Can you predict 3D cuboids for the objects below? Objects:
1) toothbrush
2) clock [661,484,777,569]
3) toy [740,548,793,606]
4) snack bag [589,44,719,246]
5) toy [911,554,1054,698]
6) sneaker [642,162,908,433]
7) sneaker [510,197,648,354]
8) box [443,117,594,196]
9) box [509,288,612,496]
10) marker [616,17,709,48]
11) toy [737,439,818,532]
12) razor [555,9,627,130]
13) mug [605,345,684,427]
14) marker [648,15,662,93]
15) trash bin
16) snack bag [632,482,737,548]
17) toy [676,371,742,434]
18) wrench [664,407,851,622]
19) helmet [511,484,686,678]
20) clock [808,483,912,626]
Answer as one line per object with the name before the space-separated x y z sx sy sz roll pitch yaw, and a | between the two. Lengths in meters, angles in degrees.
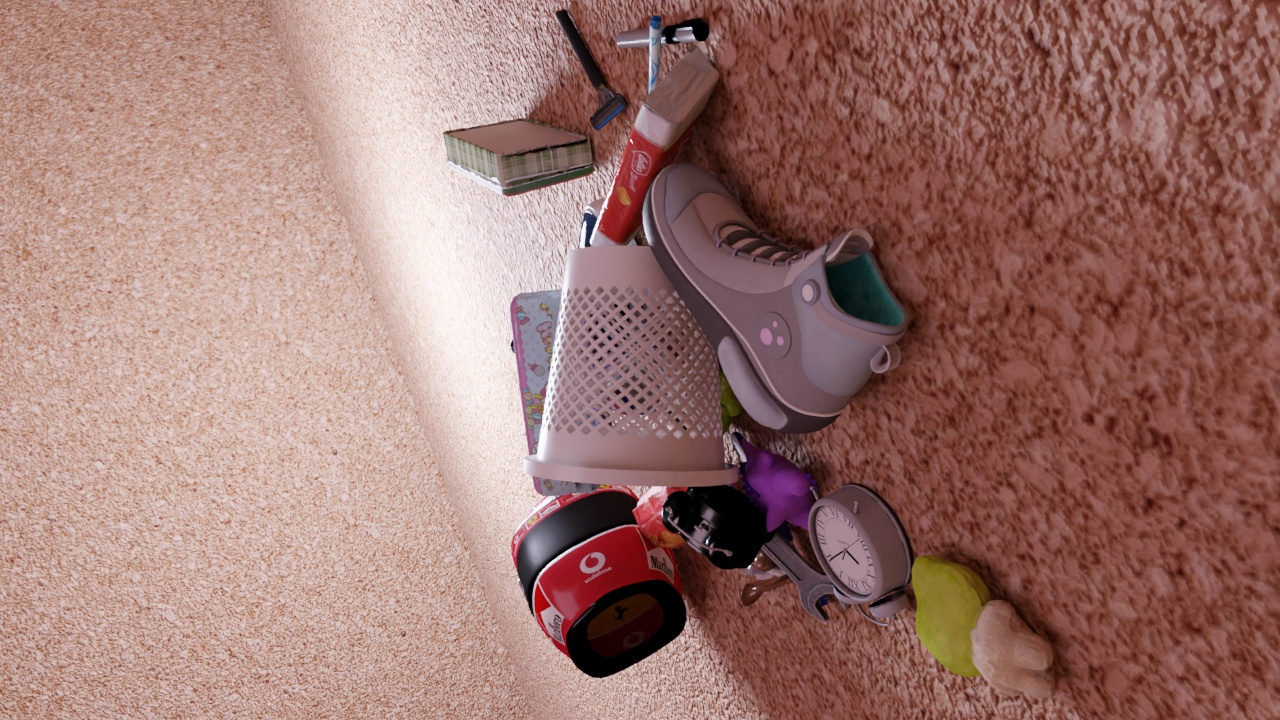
toothbrush | 0.134 0.152 0.889 0.186 0.016 0.015 65 157 15
clock | 0.069 0.149 0.828 0.091 0.120 0.042 33 104 27
toy | 0.126 0.214 0.931 0.055 0.041 0.102 46 148 -1
snack bag | 0.007 -0.175 0.818 0.041 0.077 0.226 37 153 0
toy | 0.239 0.190 0.644 0.118 0.043 0.092 25 129 56
sneaker | 0.098 -0.081 0.691 0.256 0.092 0.161 62 149 20
sneaker | -0.071 -0.049 1.046 0.120 0.127 0.295 50 149 36
box | -0.144 -0.239 1.061 0.205 0.117 0.050 33 134 53
box | -0.081 0.030 0.954 0.089 0.093 0.214 -127 30 -77
marker | 0.016 -0.278 0.785 0.140 0.016 0.016 28 134 58
toy | 0.122 0.116 0.829 0.106 0.056 0.088 62 175 -36
razor | -0.053 -0.298 0.925 0.043 0.022 0.144 -33 68 25
mug | 0.011 0.036 1.012 0.112 0.074 0.076 47 162 -14
marker | 0.011 -0.241 0.805 0.013 0.013 0.142 58 163 27
trash bin | -0.005 0.005 0.839 0.196 0.195 0.199 178 94 -67
snack bag | 0.046 0.157 1.014 0.082 0.082 0.177 64 157 14
toy | 0.068 0.041 0.920 0.094 0.036 0.094 32 133 47
wrench | 0.097 0.146 0.894 0.273 0.010 0.070 44 126 26
helmet | -0.059 0.261 1.171 0.224 0.197 0.271 57 171 37
clock | 0.182 0.163 0.761 0.095 0.035 0.122 8 115 66
